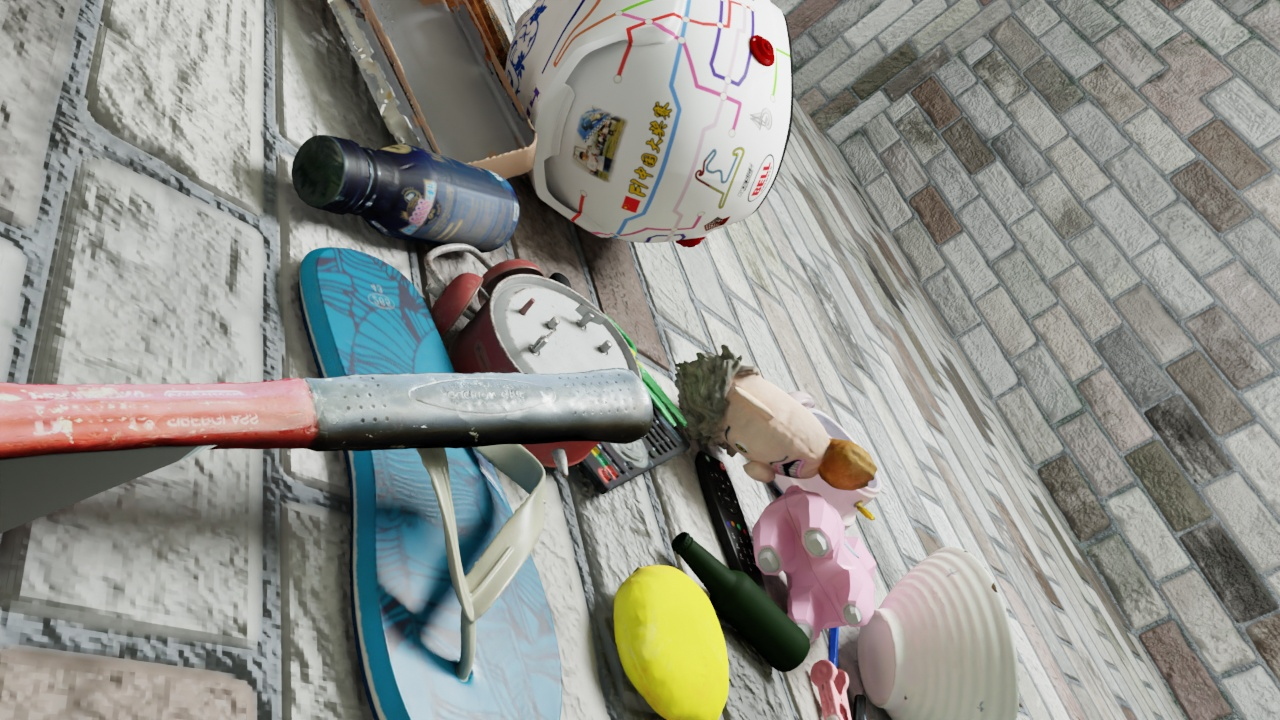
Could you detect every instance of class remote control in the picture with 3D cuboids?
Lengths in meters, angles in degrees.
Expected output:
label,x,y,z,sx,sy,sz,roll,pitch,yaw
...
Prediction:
label,x,y,z,sx,sy,sz,roll,pitch,yaw
remote control,0.069,0.126,0.704,0.039,0.010,0.124,32,31,-43
remote control,-0.009,0.059,0.630,0.045,0.021,0.140,50,22,12

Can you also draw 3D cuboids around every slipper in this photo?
label,x,y,z,sx,sy,sz,roll,pitch,yaw
slipper,-0.089,0.054,0.430,0.118,0.060,0.294,25,36,-56

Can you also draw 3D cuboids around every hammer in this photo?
label,x,y,z,sx,sy,sz,roll,pitch,yaw
hammer,-0.117,0.027,0.325,0.325,0.037,0.140,0,56,-43

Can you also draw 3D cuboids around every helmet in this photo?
label,x,y,z,sx,sy,sz,roll,pitch,yaw
helmet,0.001,-0.234,0.798,0.236,0.232,0.313,16,34,-7

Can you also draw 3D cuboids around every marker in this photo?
label,x,y,z,sx,sy,sz,roll,pitch,yaw
marker,0.153,0.277,0.651,0.122,0.015,0.018,-45,134,-69

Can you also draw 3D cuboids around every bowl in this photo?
label,x,y,z,sx,sy,sz,roll,pitch,yaw
bowl,0.219,0.236,0.726,0.071,0.178,0.177,4,39,-9

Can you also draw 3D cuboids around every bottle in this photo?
label,x,y,z,sx,sy,sz,roll,pitch,yaw
bottle,-0.137,-0.100,0.557,0.056,0.056,0.160,60,23,14
bottle,0.065,0.160,0.618,0.123,0.033,0.033,47,23,-16

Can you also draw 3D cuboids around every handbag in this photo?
label,x,y,z,sx,sy,sz,roll,pitch,yaw
handbag,-0.145,-0.303,0.778,0.196,0.043,0.093,86,-21,-86

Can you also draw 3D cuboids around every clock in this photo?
label,x,y,z,sx,sy,sz,roll,pitch,yaw
clock,0.159,0.087,0.868,0.158,0.059,0.116,48,21,5
clock,-0.065,-0.014,0.549,0.157,0.062,0.109,49,31,6

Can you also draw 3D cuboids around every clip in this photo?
label,x,y,z,sx,sy,sz,roll,pitch,yaw
clip,0.136,0.242,0.658,0.039,0.023,0.059,41,27,-37

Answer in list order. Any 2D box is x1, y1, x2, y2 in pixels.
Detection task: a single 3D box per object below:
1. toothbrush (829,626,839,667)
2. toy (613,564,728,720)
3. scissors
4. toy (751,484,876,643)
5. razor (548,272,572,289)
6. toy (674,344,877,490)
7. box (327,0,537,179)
label,x,y,z,sx,sy,sz,roll,pitch,yaw
toothbrush,0.170,0.204,0.793,0.011,0.017,0.186,52,24,-12
toy,0.020,0.160,0.517,0.095,0.041,0.094,10,53,-61
scissors,-0.009,0.003,0.689,0.078,0.013,0.132,29,21,-54
toy,0.142,0.157,0.721,0.123,0.067,0.157,64,18,-1
razor,-0.055,-0.018,0.656,0.044,0.021,0.144,38,25,-34
toy,0.101,0.058,0.723,0.176,0.076,0.133,27,-9,21
box,-0.162,-0.231,0.658,0.120,0.095,0.217,-19,69,-24
